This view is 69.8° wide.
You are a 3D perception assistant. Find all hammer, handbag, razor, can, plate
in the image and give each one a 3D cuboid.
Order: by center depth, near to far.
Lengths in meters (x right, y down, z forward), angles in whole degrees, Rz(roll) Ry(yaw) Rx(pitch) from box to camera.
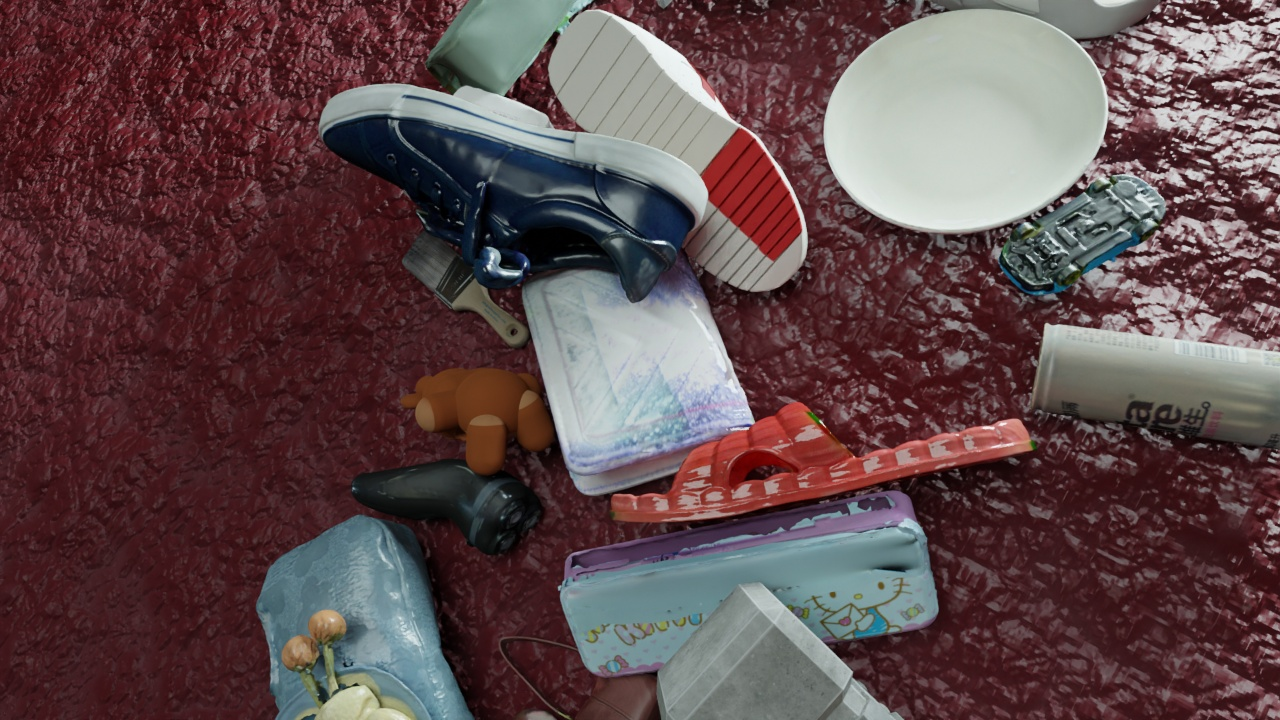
[{"bbox_3d":[0.097,0.192,0.349,0.162,0.318,0.083,44,86,1],"label":"hammer"},{"bbox_3d":[0.300,0.014,0.525,0.136,0.054,0.054,9,71,22],"label":"can"},{"bbox_3d":[-0.180,0.195,0.578,0.122,0.118,0.191,-25,68,8],"label":"handbag"},{"bbox_3d":[-0.043,0.203,0.581,0.120,0.029,0.055,19,71,30],"label":"handbag"},{"bbox_3d":[-0.004,0.004,0.632,0.126,0.069,0.158,-16,63,-2],"label":"handbag"},{"bbox_3d":[0.222,-0.161,0.639,0.182,0.034,0.182,-7,66,16],"label":"plate"},{"bbox_3d":[-0.140,0.101,0.644,0.141,0.053,0.063,0,74,22],"label":"razor"},{"bbox_3d":[-0.113,-0.278,0.763,0.121,0.067,0.106,-56,27,-9],"label":"handbag"}]

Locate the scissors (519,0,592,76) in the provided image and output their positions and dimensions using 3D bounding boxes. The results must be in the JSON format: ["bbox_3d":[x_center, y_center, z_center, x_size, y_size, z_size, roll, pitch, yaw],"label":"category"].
[{"bbox_3d":[-0.073,-0.303,0.817,0.172,0.021,0.171,-31,58,0],"label":"scissors"}]

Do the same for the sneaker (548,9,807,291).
[{"bbox_3d":[0.043,-0.155,0.672,0.236,0.104,0.090,46,119,9],"label":"sneaker"}]

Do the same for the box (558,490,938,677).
[{"bbox_3d":[0.060,0.130,0.539,0.214,0.078,0.065,-13,35,13],"label":"box"}]

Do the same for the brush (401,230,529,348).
[{"bbox_3d":[-0.139,-0.056,0.732,0.151,0.012,0.039,38,84,27],"label":"brush"}]

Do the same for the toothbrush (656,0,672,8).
[{"bbox_3d":[0.003,-0.341,0.709,0.010,0.181,0.010,-44,66,-7],"label":"toothbrush"}]

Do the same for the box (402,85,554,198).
[{"bbox_3d":[-0.117,-0.149,0.753,0.102,0.091,0.107,25,83,20],"label":"box"}]

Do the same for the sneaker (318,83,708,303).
[{"bbox_3d":[-0.111,-0.102,0.619,0.295,0.121,0.127,19,76,20],"label":"sneaker"}]

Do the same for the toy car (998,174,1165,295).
[{"bbox_3d":[0.280,-0.077,0.583,0.105,0.032,0.048,-32,60,-2],"label":"toy car"}]

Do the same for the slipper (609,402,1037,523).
[{"bbox_3d":[0.102,0.056,0.550,0.249,0.103,0.059,-12,78,6],"label":"slipper"}]

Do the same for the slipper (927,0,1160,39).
[{"bbox_3d":[0.247,-0.316,0.671,0.266,0.081,0.112,27,75,27],"label":"slipper"}]

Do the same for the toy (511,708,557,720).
[{"bbox_3d":[-0.023,0.302,0.507,0.205,0.130,0.106,25,109,18],"label":"toy"}]

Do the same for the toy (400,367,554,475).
[{"bbox_3d":[-0.121,0.036,0.648,0.128,0.094,0.065,8,107,50],"label":"toy"}]
